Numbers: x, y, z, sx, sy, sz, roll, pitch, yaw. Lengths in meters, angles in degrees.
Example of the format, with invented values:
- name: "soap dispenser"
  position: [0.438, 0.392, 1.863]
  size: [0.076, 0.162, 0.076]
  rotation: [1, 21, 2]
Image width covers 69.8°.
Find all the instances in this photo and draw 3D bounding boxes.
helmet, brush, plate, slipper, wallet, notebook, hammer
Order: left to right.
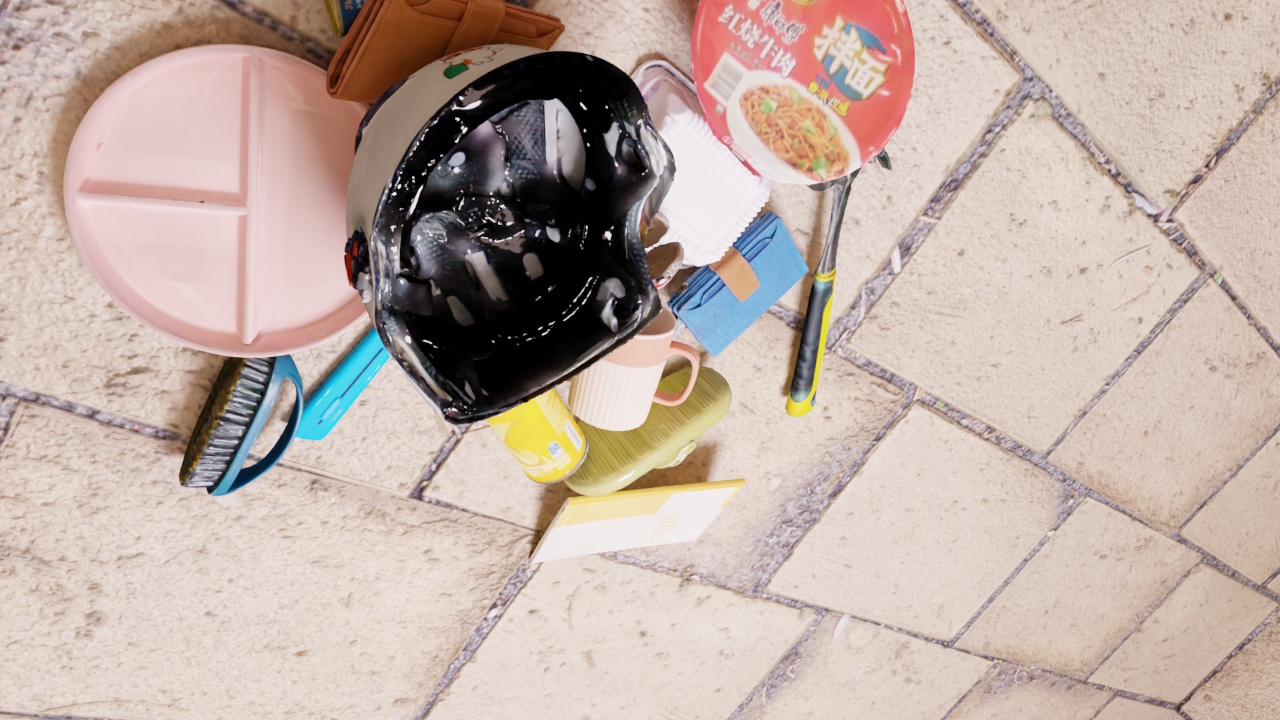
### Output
- name: "brush"
  position: [-0.318, 0.051, 0.748]
  size: [0.073, 0.055, 0.144]
  rotation: [22, 109, -35]
- name: "plate"
  position: [-0.280, -0.110, 0.660]
  size: [0.229, 0.028, 0.230]
  rotation: [-9, 119, -17]
- name: "wallet"
  position: [-0.130, -0.207, 0.616]
  size: [0.131, 0.031, 0.108]
  rotation: [-6, 157, -44]
- name: "helmet"
  position: [-0.105, -0.100, 0.635]
  size: [0.229, 0.157, 0.274]
  rotation: [-31, 140, -23]
- name: "notebook"
  position: [-0.004, 0.172, 0.989]
  size: [0.206, 0.010, 0.146]
  rotation: [-2, 146, -27]
- name: "slipper"
  position: [0.011, 0.081, 0.919]
  size: [0.190, 0.091, 0.082]
  rotation: [-31, 135, -7]
- name: "wallet"
  position: [0.097, -0.072, 0.882]
  size: [0.133, 0.040, 0.106]
  rotation: [-43, 142, 1]
- name: "hammer"
  position: [0.186, -0.075, 0.918]
  size: [0.125, 0.032, 0.324]
  rotation: [-36, 143, -36]

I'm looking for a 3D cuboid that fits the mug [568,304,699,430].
- name: "mug"
  position: [-0.005, 0.005, 0.849]
  size: [0.114, 0.081, 0.106]
  rotation: [17, 120, 3]

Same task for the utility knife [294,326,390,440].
- name: "utility knife"
  position: [-0.241, 0.008, 0.783]
  size: [0.160, 0.018, 0.034]
  rotation: [-48, 129, 8]

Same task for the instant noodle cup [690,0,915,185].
- name: "instant noodle cup"
  position: [0.120, -0.238, 0.738]
  size: [0.193, 0.066, 0.194]
  rotation: [-2, 98, -17]

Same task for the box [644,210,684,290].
- name: "box"
  position: [-0.046, -0.078, 0.765]
  size: [0.163, 0.076, 0.087]
  rotation: [-26, 114, 33]

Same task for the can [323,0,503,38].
- name: "can"
  position: [-0.154, -0.261, 0.604]
  size: [0.111, 0.075, 0.075]
  rotation: [-17, 128, -17]

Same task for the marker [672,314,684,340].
- name: "marker"
  position: [0.024, -0.021, 0.904]
  size: [0.018, 0.015, 0.124]
  rotation: [25, 105, -42]

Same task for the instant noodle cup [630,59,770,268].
- name: "instant noodle cup"
  position: [0.035, -0.154, 0.788]
  size: [0.173, 0.060, 0.138]
  rotation: [30, 105, -37]

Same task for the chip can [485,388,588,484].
- name: "chip can"
  position: [-0.119, 0.021, 0.820]
  size: [0.072, 0.072, 0.213]
  rotation: [-33, 131, -4]
